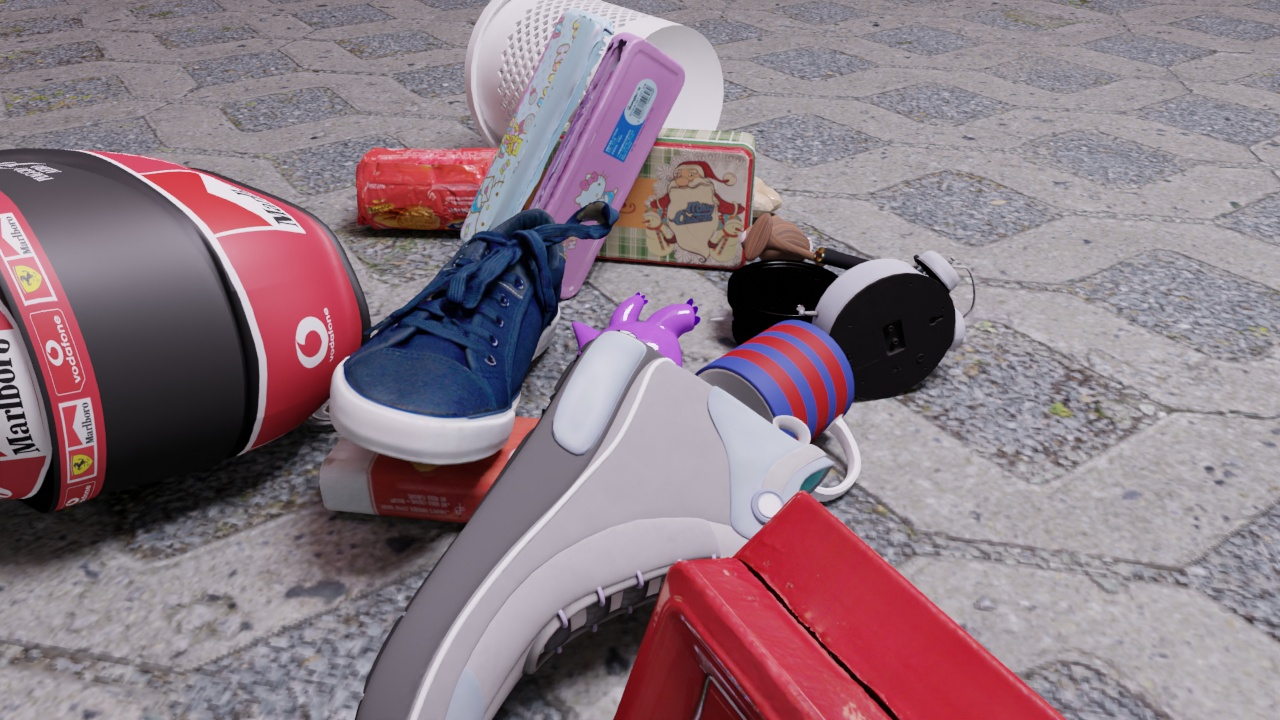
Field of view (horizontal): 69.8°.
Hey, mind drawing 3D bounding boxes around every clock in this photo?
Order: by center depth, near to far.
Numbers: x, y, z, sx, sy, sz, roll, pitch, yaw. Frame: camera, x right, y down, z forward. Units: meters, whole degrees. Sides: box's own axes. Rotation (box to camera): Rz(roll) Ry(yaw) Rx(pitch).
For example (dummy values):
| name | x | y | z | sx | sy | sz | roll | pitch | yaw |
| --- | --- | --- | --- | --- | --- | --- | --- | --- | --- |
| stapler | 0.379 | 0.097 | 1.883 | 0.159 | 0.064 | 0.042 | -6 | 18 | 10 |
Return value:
| name | x | y | z | sx | sy | sz | roll | pitch | yaw |
| --- | --- | --- | --- | --- | --- | --- | --- | --- | --- |
| clock | 0.175 | -0.027 | 0.632 | 0.122 | 0.094 | 0.035 | -24 | 33 | -4 |
| clock | 0.121 | -0.035 | 0.696 | 0.121 | 0.043 | 0.091 | 14 | 36 | 21 |

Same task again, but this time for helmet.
| name | x | y | z | sx | sy | sz | roll | pitch | yaw |
| --- | --- | --- | --- | --- | --- | --- | --- | --- | --- |
| helmet | -0.334 | -0.020 | 0.533 | 0.271 | 0.198 | 0.224 | 16 | 27 | 30 |

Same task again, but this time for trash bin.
| name | x | y | z | sx | sy | sz | roll | pitch | yaw |
| --- | --- | --- | --- | --- | --- | --- | --- | --- | --- |
| trash bin | -0.036 | -0.268 | 0.900 | 0.195 | 0.196 | 0.200 | -25 | 36 | -33 |

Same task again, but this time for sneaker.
| name | x | y | z | sx | sy | sz | roll | pitch | yaw |
| --- | --- | --- | --- | --- | --- | --- | --- | --- | --- |
| sneaker | -0.007 | 0.110 | 0.427 | 0.160 | 0.093 | 0.255 | 25 | 57 | 7 |
| sneaker | -0.094 | -0.038 | 0.567 | 0.121 | 0.127 | 0.293 | 17 | 23 | 1 |

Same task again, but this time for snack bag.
| name | x | y | z | sx | sy | sz | roll | pitch | yaw |
| --- | --- | --- | --- | --- | --- | --- | --- | --- | --- |
| snack bag | -0.071 | 0.066 | 0.548 | 0.225 | 0.041 | 0.077 | 3 | 31 | 8 |
| snack bag | -0.182 | -0.162 | 0.860 | 0.176 | 0.082 | 0.082 | 1 | 33 | 4 |

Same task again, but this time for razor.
| name | x | y | z | sx | sy | sz | roll | pitch | yaw |
| --- | --- | --- | --- | --- | --- | --- | --- | --- | --- |
| razor | 0.196 | -0.076 | 0.755 | 0.144 | 0.022 | 0.043 | 3 | 26 | -33 |

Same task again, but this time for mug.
| name | x | y | z | sx | sy | sz | roll | pitch | yaw |
| --- | --- | --- | --- | --- | --- | --- | --- | --- | --- |
| mug | 0.094 | 0.035 | 0.574 | 0.076 | 0.075 | 0.112 | -29 | 69 | -36 |

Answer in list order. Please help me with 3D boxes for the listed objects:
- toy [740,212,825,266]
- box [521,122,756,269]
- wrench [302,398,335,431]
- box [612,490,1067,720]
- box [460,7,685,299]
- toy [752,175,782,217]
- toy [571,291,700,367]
| name | x | y | z | sx | sy | sz | roll | pitch | yaw |
| --- | --- | --- | --- | --- | --- | --- | --- | --- | --- |
| toy | 0.114 | -0.099 | 0.769 | 0.101 | 0.042 | 0.055 | 9 | 19 | -46 |
| box | -0.003 | -0.144 | 0.801 | 0.205 | 0.118 | 0.049 | 7 | 29 | 9 |
| wrench | -0.293 | -0.011 | 0.696 | 0.273 | 0.010 | 0.069 | 27 | 42 | 35 |
| box | 0.098 | 0.148 | 0.360 | 0.165 | 0.152 | 0.157 | -1 | 28 | -31 |
| box | -0.064 | -0.167 | 0.743 | 0.089 | 0.214 | 0.093 | 14 | 18 | -49 |
| toy | 0.084 | -0.168 | 0.902 | 0.118 | 0.043 | 0.092 | 26 | 30 | 23 |
| toy | -0.004 | 0.004 | 0.628 | 0.088 | 0.056 | 0.106 | -4 | 68 | -9 |
